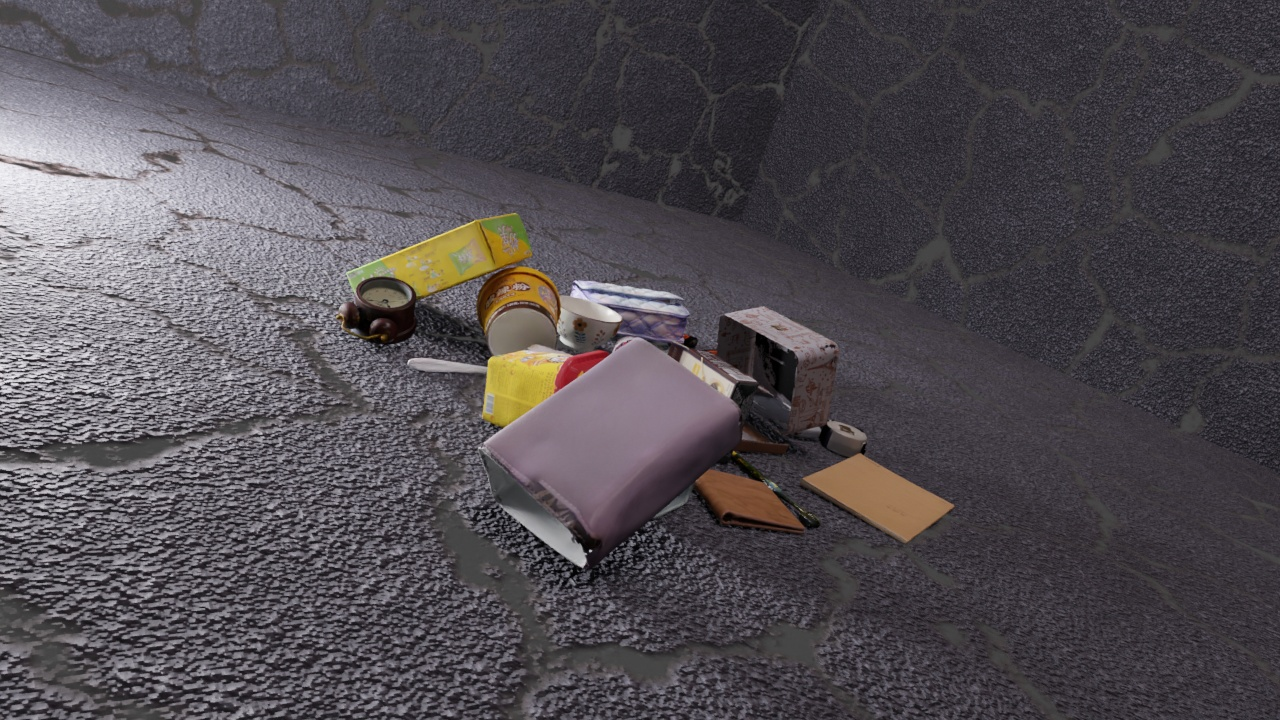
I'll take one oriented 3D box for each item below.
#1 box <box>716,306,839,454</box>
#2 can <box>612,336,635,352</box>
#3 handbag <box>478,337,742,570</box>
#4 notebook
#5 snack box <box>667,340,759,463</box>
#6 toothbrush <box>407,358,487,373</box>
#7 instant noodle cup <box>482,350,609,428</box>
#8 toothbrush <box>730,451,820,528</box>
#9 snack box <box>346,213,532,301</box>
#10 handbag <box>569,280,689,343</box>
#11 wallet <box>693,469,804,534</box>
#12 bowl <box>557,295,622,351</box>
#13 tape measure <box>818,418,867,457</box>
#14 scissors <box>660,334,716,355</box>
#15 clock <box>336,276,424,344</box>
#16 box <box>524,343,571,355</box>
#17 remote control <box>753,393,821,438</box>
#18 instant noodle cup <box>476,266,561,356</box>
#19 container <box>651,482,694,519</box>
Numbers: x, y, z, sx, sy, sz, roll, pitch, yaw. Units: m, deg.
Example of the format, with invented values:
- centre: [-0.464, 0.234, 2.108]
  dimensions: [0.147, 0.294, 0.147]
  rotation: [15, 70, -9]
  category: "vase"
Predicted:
- centre: [0.135, 0.031, 1.272]
  dimensions: [0.193, 0.157, 0.183]
  rotation: [-9, 26, -31]
  category: "box"
- centre: [-0.008, 0.008, 1.324]
  dimensions: [0.053, 0.053, 0.132]
  rotation: [15, 16, -14]
  category: "can"
- centre: [-0.023, 0.084, 0.834]
  dimensions: [0.196, 0.098, 0.145]
  rotation: [-36, 46, -27]
  category: "handbag"
- centre: [0.315, 0.177, 1.203]
  dimensions: [0.149, 0.012, 0.211]
  rotation: [29, 19, 28]
  category: "notebook"
- centre: [0.077, 0.052, 1.161]
  dimensions: [0.053, 0.113, 0.126]
  rotation: [7, 20, -38]
  category: "snack box"
- centre: [-0.211, 0.010, 1.159]
  dimensions: [0.179, 0.016, 0.016]
  rotation: [6, 12, -40]
  category: "toothbrush"
- centre: [-0.102, 0.040, 1.025]
  dimensions: [0.124, 0.116, 0.116]
  rotation: [13, 13, 25]
  category: "instant noodle cup"
- centre: [0.151, 0.149, 1.106]
  dimensions: [0.017, 0.012, 0.186]
  rotation: [-2, 24, -33]
  category: "toothbrush"
- centre: [-0.273, -0.134, 1.270]
  dimensions: [0.210, 0.070, 0.157]
  rotation: [-19, 8, 16]
  category: "snack box"
- centre: [-0.017, -0.086, 1.564]
  dimensions: [0.193, 0.076, 0.134]
  rotation: [8, 16, -19]
  category: "handbag"
- centre: [0.117, 0.158, 1.030]
  dimensions: [0.115, 0.020, 0.101]
  rotation: [13, 18, -27]
  category: "wallet"
- centre: [-0.090, -0.053, 1.421]
  dimensions: [0.113, 0.062, 0.113]
  rotation: [18, 15, -5]
  category: "bowl"
- centre: [0.299, 0.115, 1.350]
  dimensions: [0.066, 0.034, 0.066]
  rotation: [16, 16, -3]
  category: "tape measure"
- centre: [0.064, -0.016, 1.559]
  dimensions: [0.221, 0.022, 0.210]
  rotation: [6, 16, -20]
  category: "scissors"
- centre: [-0.329, -0.058, 1.157]
  dimensions: [0.082, 0.055, 0.121]
  rotation: [24, 36, 7]
  category: "clock"
- centre: [-0.084, 0.034, 1.145]
  dimensions: [0.184, 0.060, 0.089]
  rotation: [19, 15, 10]
  category: "box"
- centre: [0.215, 0.082, 1.390]
  dimensions: [0.055, 0.020, 0.136]
  rotation: [10, 18, -32]
  category: "remote control"
- centre: [-0.164, -0.053, 1.253]
  dimensions: [0.118, 0.119, 0.114]
  rotation: [14, 25, -16]
  category: "instant noodle cup"
- centre: [-0.003, 0.097, 0.969]
  dimensions: [0.111, 0.090, 0.090]
  rotation: [24, 16, 26]
  category: "container"
